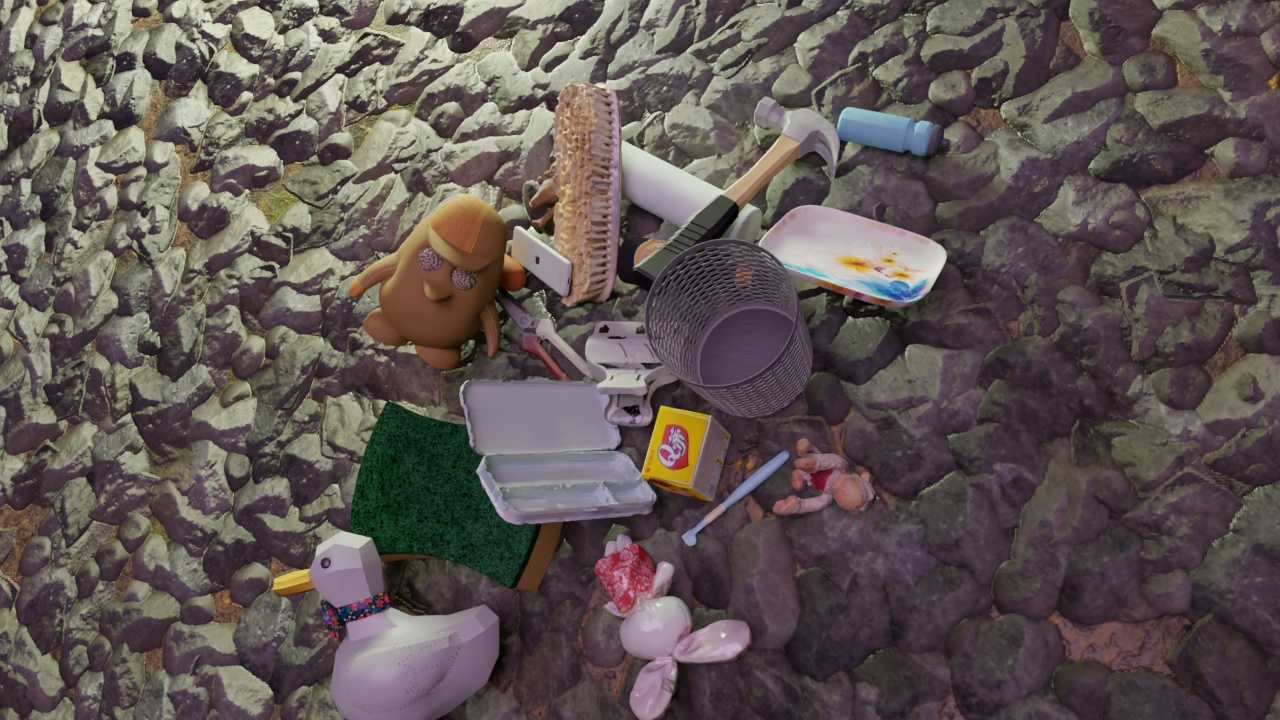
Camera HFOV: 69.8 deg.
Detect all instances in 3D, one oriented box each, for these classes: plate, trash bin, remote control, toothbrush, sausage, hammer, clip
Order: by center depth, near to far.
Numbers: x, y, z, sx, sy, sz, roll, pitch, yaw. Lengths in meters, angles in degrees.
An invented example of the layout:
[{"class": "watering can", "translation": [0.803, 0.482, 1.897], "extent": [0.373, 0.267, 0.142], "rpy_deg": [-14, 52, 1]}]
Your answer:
[{"class": "trash bin", "translation": [0.106, -0.024, 1.002], "extent": [0.157, 0.183, 0.156], "rpy_deg": [-5, 72, 17]}, {"class": "plate", "translation": [0.235, -0.116, 1.015], "extent": [0.187, 0.186, 0.016], "rpy_deg": [21, 126, 19]}, {"class": "toothbrush", "translation": [0.109, 0.155, 1.040], "extent": [0.155, 0.016, 0.022], "rpy_deg": [-41, 34, 2]}, {"class": "hammer", "translation": [0.111, -0.188, 1.062], "extent": [0.131, 0.039, 0.327], "rpy_deg": [33, 63, 23]}, {"class": "clip", "translation": [-0.007, 0.007, 1.093], "extent": [0.125, 0.074, 0.143], "rpy_deg": [-1, 48, 15]}, {"class": "remote control", "translation": [-0.127, -0.128, 1.167], "extent": [0.147, 0.008, 0.045], "rpy_deg": [38, 126, 46]}, {"class": "sausage", "translation": [-0.217, -0.141, 1.221], "extent": [0.164, 0.045, 0.039], "rpy_deg": [31, 50, 24]}]

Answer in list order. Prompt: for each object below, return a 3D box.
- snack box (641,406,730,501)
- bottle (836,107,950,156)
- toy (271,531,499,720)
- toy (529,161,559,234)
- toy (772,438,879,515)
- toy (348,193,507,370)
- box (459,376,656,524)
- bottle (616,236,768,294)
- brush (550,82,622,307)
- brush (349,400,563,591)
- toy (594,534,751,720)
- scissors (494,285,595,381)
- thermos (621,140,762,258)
[{"class": "snack box", "translation": [0.052, 0.105, 1.024], "extent": [0.061, 0.106, 0.083], "rpy_deg": [12, 78, 21]}, {"class": "bottle", "translation": [0.302, -0.270, 1.090], "extent": [0.130, 0.040, 0.040], "rpy_deg": [18, 80, 22]}, {"class": "toy", "translation": [-0.281, 0.321, 1.036], "extent": [0.247, 0.141, 0.267], "rpy_deg": [-9, 86, 0]}, {"class": "toy", "translation": [-0.117, -0.222, 1.215], "extent": [0.055, 0.042, 0.101], "rpy_deg": [42, 81, 2]}, {"class": "toy", "translation": [0.205, 0.140, 0.990], "extent": [0.106, 0.074, 0.085], "rpy_deg": [19, 113, 2]}, {"class": "toy", "translation": [-0.238, -0.105, 1.132], "extent": [0.198, 0.162, 0.204], "rpy_deg": [26, 111, -15]}, {"class": "box", "translation": [-0.094, 0.101, 1.031], "extent": [0.061, 0.209, 0.192], "rpy_deg": [-54, 53, 32]}, {"class": "bottle", "translation": [0.065, -0.110, 1.110], "extent": [0.182, 0.059, 0.059], "rpy_deg": [11, 78, 21]}, {"class": "brush", "translation": [-0.066, -0.203, 1.130], "extent": [0.083, 0.056, 0.271], "rpy_deg": [13, 105, 48]}, {"class": "brush", "translation": [-0.218, 0.162, 1.113], "extent": [0.250, 0.075, 0.194], "rpy_deg": [5, 76, 20]}, {"class": "toy", "translation": [0.012, 0.277, 1.001], "extent": [0.159, 0.084, 0.194], "rpy_deg": [-43, 59, 11]}, {"class": "scissors", "translation": [-0.132, -0.025, 1.174], "extent": [0.188, 0.015, 0.146], "rpy_deg": [9, 78, 22]}, {"class": "thermos", "translation": [0.041, -0.206, 1.143], "extent": [0.230, 0.068, 0.068], "rpy_deg": [32, 86, 25]}]
